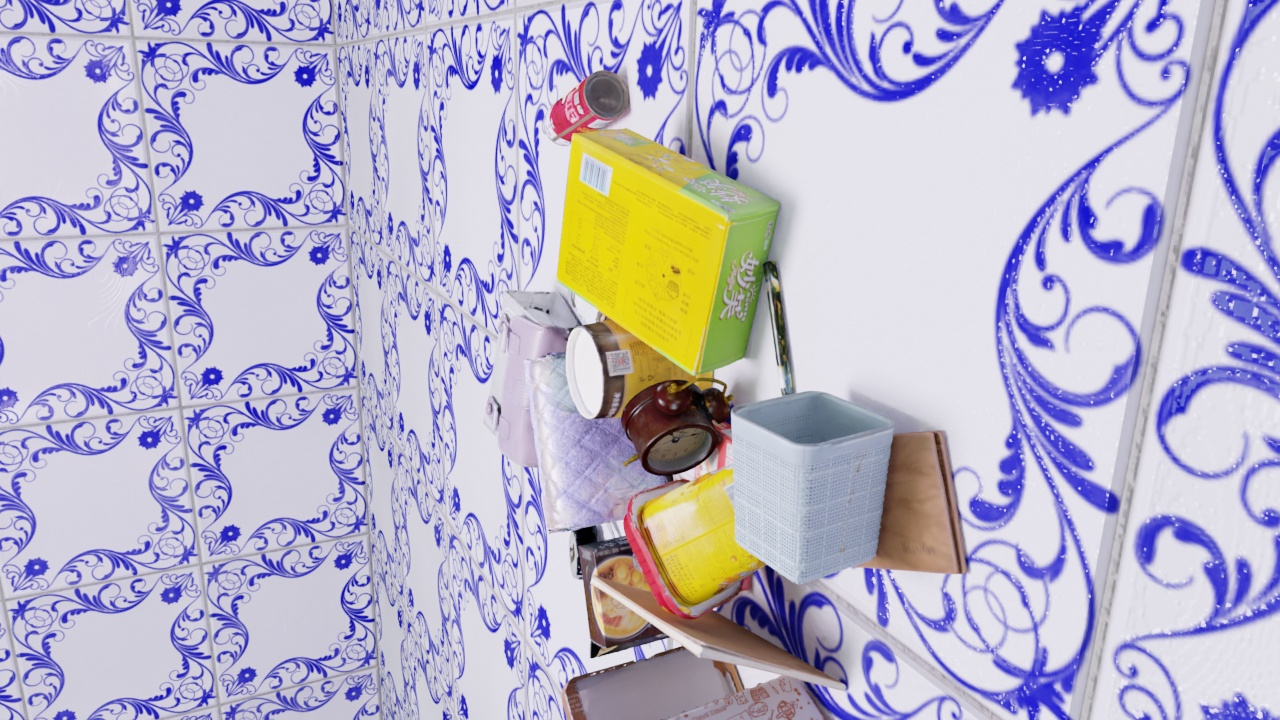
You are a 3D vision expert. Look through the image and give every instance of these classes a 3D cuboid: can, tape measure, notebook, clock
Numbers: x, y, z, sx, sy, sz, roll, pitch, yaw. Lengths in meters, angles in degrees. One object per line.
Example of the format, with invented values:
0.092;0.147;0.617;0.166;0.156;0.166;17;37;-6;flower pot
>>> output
-0.065;-0.282;1.038;0.133;0.053;0.053;-3;93;64;can
-0.074;0.254;1.202;0.066;0.033;0.065;111;155;-57;tape measure
0.062;0.239;0.817;0.212;0.149;0.012;6;75;64;notebook
0.034;0.055;0.839;0.122;0.082;0.055;-54;41;33;clock

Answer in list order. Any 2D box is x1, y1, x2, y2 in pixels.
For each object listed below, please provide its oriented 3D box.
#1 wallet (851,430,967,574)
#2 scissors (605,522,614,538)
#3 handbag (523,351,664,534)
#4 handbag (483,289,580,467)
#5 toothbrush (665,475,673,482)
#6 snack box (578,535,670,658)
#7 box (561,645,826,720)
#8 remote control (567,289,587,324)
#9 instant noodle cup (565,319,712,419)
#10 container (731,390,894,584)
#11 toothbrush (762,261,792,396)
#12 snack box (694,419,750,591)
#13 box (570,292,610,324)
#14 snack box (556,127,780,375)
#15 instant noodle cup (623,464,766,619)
0.183;0.103;0.669;0.115;0.020;0.101;-17;82;61;wallet
-0.077;0.136;1.204;0.222;0.021;0.210;-9;88;65;scissors
-0.052;0.085;1.015;0.076;0.134;0.194;-18;79;63;handbag
-0.141;0.022;1.201;0.145;0.098;0.197;39;125;52;handbag
0.028;0.107;0.925;0.018;0.015;0.181;36;149;48;toothbrush
-0.001;0.248;0.974;0.053;0.113;0.125;-7;91;64;snack box
0.045;0.327;0.829;0.193;0.182;0.157;56;143;39;box
-0.055;-0.058;1.113;0.136;0.020;0.056;57;145;42;remote control
-0.005;0.005;0.920;0.118;0.114;0.118;25;118;60;instant noodle cup
0.121;0.092;0.668;0.090;0.089;0.111;26;121;56;container
0.120;0.008;0.775;0.012;0.017;0.186;-8;89;26;toothbrush
0.080;0.139;0.880;0.075;0.025;0.153;-148;56;-59;snack box
-0.028;-0.124;1.002;0.089;0.059;0.185;52;138;46;box
0.016;-0.105;0.842;0.210;0.069;0.158;35;129;36;snack box
0.070;0.142;0.783;0.124;0.116;0.116;-36;73;33;instant noodle cup
